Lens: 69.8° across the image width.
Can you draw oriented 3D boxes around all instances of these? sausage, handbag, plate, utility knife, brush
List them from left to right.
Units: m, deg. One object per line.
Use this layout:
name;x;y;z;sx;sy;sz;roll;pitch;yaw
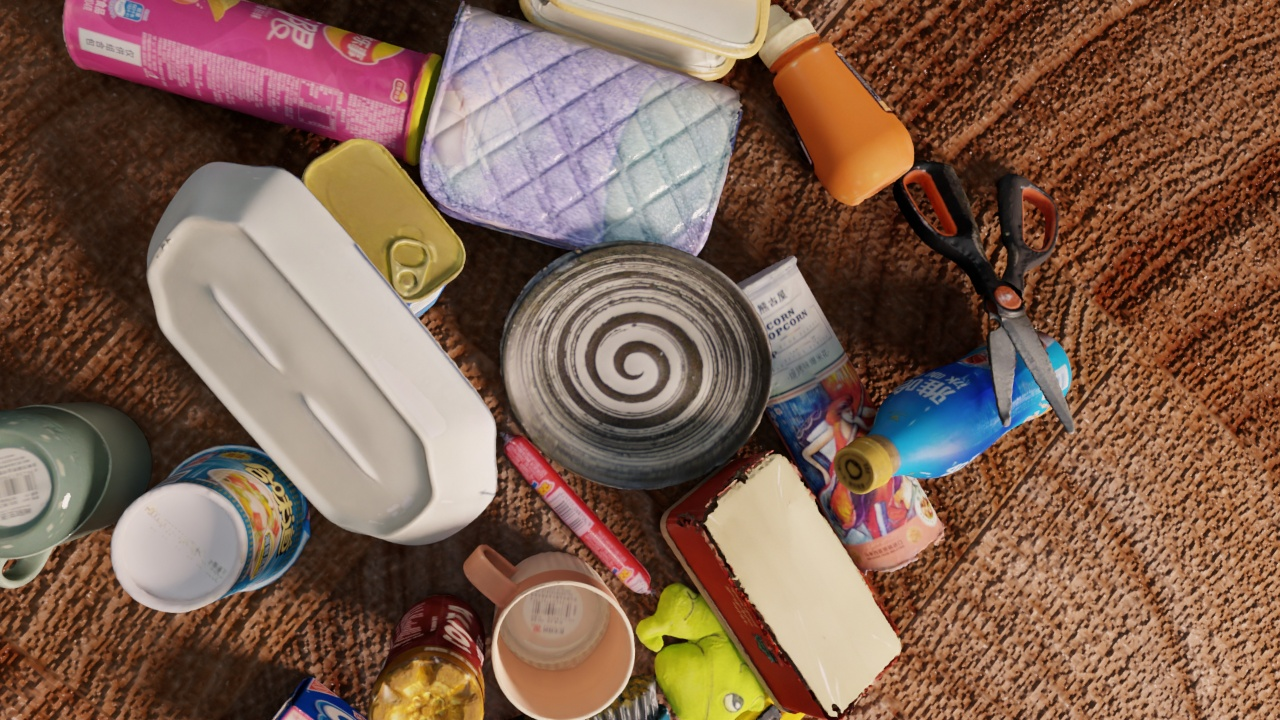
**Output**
plate;-0.199;0.008;0.549;0.162;0.034;0.265;-35;97;31
brush;-0.047;0.262;0.606;0.143;0.055;0.073;-18;92;-9
sausage;-0.043;0.106;0.627;0.020;0.020;0.156;-42;96;-7
handbag;-0.041;-0.140;0.602;0.194;0.075;0.134;16;92;-10
plate;-0.004;0.004;0.607;0.179;0.024;0.180;2;115;4
handbag;0.015;-0.292;0.602;0.163;0.063;0.178;10;90;-21
utility knife;0.063;0.275;0.643;0.167;0.015;0.033;-39;92;-7

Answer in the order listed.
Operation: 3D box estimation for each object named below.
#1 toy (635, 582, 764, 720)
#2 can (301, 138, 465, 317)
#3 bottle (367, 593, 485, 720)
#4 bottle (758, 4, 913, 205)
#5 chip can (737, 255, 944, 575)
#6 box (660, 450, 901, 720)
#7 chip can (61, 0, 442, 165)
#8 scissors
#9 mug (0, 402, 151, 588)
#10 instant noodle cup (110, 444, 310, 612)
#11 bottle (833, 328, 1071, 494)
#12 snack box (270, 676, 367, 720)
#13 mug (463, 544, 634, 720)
toy;0.042;0.206;0.633;0.096;0.031;0.100;8;83;-9
can;-0.164;-0.074;0.572;0.057;0.083;0.102;-41;96;-24
bottle;-0.119;0.175;0.535;0.057;0.175;0.057;0;89;-9
bottle;0.128;-0.183;0.640;0.066;0.067;0.149;-32;87;-8
chip can;0.126;0.039;0.629;0.071;0.071;0.214;-31;94;-8
box;0.100;0.147;0.609;0.091;0.077;0.168;-36;96;-27
chip can;-0.235;-0.187;0.574;0.210;0.071;0.071;15;87;-8
scissors;0.253;-0.056;0.623;0.197;0.022;0.227;-22;64;-26
mug;-0.353;0.080;0.534;0.082;0.106;0.111;22;86;-9
instant noodle cup;-0.258;0.102;0.547;0.099;0.110;0.099;0;88;-9
bottle;0.203;0.035;0.598;0.218;0.065;0.065;-21;93;-37
snack box;-0.155;0.291;0.588;0.207;0.057;0.058;40;86;-7
mug;-0.064;0.159;0.579;0.114;0.106;0.081;41;83;-6
